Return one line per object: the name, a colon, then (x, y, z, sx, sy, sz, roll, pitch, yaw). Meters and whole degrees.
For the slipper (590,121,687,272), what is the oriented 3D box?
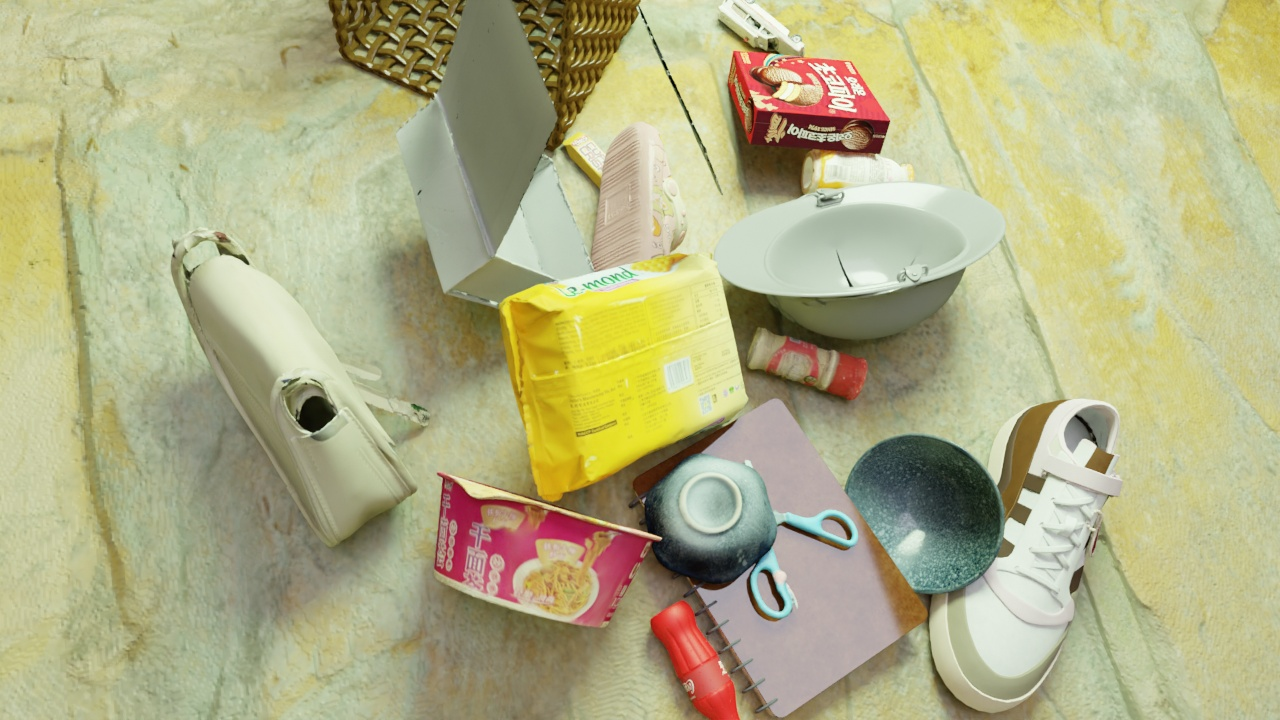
slipper: (0.008, -0.128, 0.870, 0.081, 0.093, 0.197, 12, 74, -36)

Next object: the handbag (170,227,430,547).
handbag: (-0.258, 0.009, 0.726, 0.131, 0.184, 0.229, -35, 58, -24)

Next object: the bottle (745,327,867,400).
bottle: (0.154, 0.003, 0.857, 0.109, 0.044, 0.044, 17, 64, 0)

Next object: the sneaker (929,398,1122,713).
sneaker: (0.343, 0.153, 0.774, 0.112, 0.117, 0.293, 30, 65, 5)

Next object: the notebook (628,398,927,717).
notebook: (0.111, 0.163, 0.780, 0.167, 0.024, 0.225, -28, 73, -15)

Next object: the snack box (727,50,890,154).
snack box: (0.169, -0.270, 0.950, 0.132, 0.036, 0.151, 3, 39, -7)

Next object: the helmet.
helmet: (0.204, -0.072, 0.863, 0.271, 0.118, 0.183, -15, 38, -10)

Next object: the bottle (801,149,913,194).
bottle: (0.223, -0.188, 0.942, 0.109, 0.063, 0.063, 4, 65, -7)

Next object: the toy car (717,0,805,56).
toy car: (0.134, -0.369, 1.027, 0.039, 0.039, 0.113, -45, 79, -2)

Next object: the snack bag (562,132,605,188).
snack bag: (-0.040, -0.194, 0.929, 0.026, 0.020, 0.099, -35, 75, -22)

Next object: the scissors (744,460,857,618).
scissors: (0.125, 0.143, 0.770, 0.129, 0.015, 0.135, -10, 71, -9)

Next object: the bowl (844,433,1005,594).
bowl: (0.250, 0.127, 0.794, 0.057, 0.137, 0.137, -7, 59, -56)

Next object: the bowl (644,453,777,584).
bowl: (0.057, 0.122, 0.744, 0.110, 0.055, 0.110, -1, 66, 2)

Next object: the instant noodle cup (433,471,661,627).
instant noodle cup: (-0.080, 0.146, 0.696, 0.178, 0.179, 0.077, 17, 81, -1)

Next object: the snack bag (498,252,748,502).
snack bag: (-0.004, 0.004, 0.736, 0.246, 0.068, 0.159, -20, 104, -46)

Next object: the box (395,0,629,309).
box: (-0.095, -0.167, 0.732, 0.164, 0.331, 0.167, -12, 68, -24)

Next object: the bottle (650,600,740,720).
bottle: (0.050, 0.252, 0.730, 0.036, 0.036, 0.119, -25, 72, -18)

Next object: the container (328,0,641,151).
container: (-0.141, -0.394, 0.894, 0.251, 0.220, 0.213, 24, 64, 3)
